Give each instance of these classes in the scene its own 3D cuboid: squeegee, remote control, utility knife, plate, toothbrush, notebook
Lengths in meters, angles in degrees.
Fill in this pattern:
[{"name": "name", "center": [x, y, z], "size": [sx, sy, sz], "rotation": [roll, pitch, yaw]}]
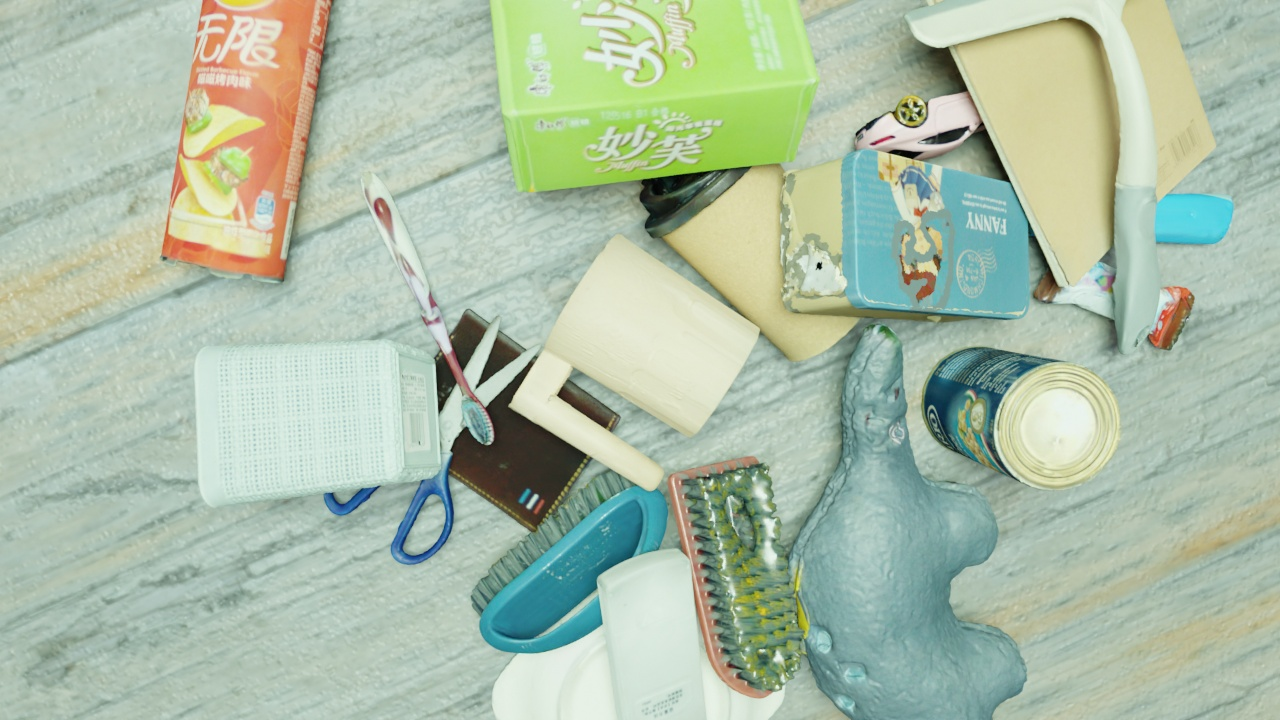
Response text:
[{"name": "squeegee", "center": [0.286, -0.114, 0.543], "size": [0.246, 0.039, 0.247], "rotation": [-22, 109, -17]}, {"name": "remote control", "center": [0.008, 0.179, 0.554], "size": [0.056, 0.019, 0.135], "rotation": [-15, 111, -21]}, {"name": "utility knife", "center": [0.308, -0.095, 0.605], "size": [0.166, 0.018, 0.034], "rotation": [1, 83, -3]}, {"name": "plate", "center": [0.001, 0.224, 0.607], "size": [0.163, 0.034, 0.164], "rotation": [41, 92, -7]}, {"name": "toothbrush", "center": [-0.133, -0.033, 0.563], "size": [0.016, 0.017, 0.187], "rotation": [-26, 85, 4]}, {"name": "notebook", "center": [0.267, -0.171, 0.550], "size": [0.149, 0.012, 0.211], "rotation": [-40, 113, -10]}]

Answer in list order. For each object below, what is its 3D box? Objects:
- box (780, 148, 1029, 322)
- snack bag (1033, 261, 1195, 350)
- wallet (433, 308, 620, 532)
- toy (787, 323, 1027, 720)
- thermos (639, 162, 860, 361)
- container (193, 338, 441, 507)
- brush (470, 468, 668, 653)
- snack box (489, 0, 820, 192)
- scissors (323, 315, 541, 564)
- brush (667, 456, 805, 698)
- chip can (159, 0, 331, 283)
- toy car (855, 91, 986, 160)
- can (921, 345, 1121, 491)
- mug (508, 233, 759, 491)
[{"name": "box", "center": [0.163, -0.066, 0.540], "size": [0.184, 0.059, 0.090], "rotation": [-2, 89, -36]}, {"name": "snack bag", "center": [0.313, -0.044, 0.606], "size": [0.105, 0.026, 0.045], "rotation": [21, 103, -5]}, {"name": "wallet", "center": [-0.088, 0.040, 0.591], "size": [0.122, 0.020, 0.096], "rotation": [35, 92, -4]}, {"name": "toy", "center": [0.166, 0.156, 0.576], "size": [0.138, 0.091, 0.356], "rotation": [-17, 94, 17]}, {"name": "thermos", "center": [0.071, -0.071, 0.560], "size": [0.093, 0.093, 0.143], "rotation": [-42, 106, 0]}, {"name": "container", "center": [-0.181, 0.034, 0.533], "size": [0.111, 0.090, 0.090], "rotation": [-6, 84, 5]}, {"name": "brush", "center": [-0.040, 0.132, 0.571], "size": [0.144, 0.073, 0.055], "rotation": [-40, 136, 1]}, {"name": "snack box", "center": [-0.004, -0.204, 0.504], "size": [0.157, 0.070, 0.209], "rotation": [-7, 67, -4]}, {"name": "scissors", "center": [-0.135, 0.046, 0.577], "size": [0.147, 0.012, 0.169], "rotation": [5, 94, 3]}, {"name": "brush", "center": [0.059, 0.137, 0.575], "size": [0.063, 0.069, 0.145], "rotation": [-10, 84, -23]}, {"name": "chip can", "center": [-0.225, -0.156, 0.535], "size": [0.073, 0.073, 0.216], "rotation": [11, 96, -5]}, {"name": "toy car", "center": [0.195, -0.149, 0.573], "size": [0.122, 0.056, 0.037], "rotation": [-15, 93, -3]}, {"name": "can", "center": [0.230, 0.032, 0.565], "size": [0.075, 0.111, 0.075], "rotation": [0, 96, -4]}, {"name": "mug", "center": [-0.003, 0.003, 0.553], "size": [0.103, 0.084, 0.124], "rotation": [32, 92, 0]}]
